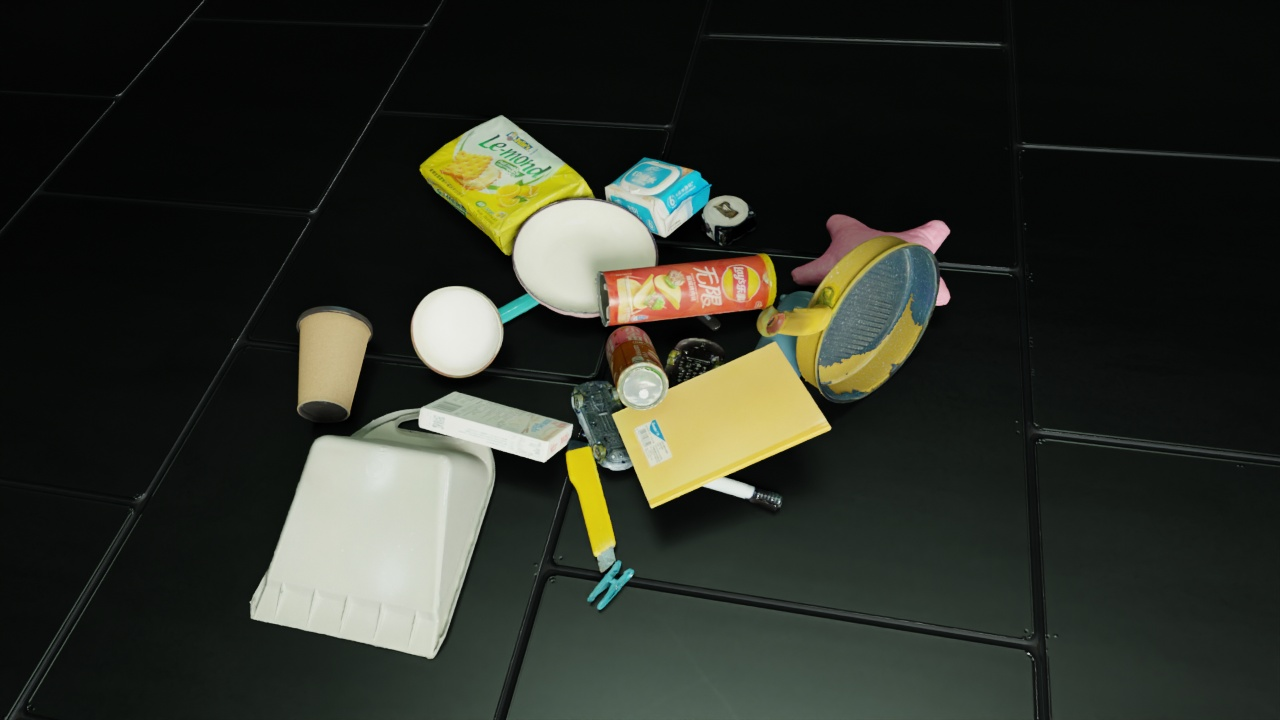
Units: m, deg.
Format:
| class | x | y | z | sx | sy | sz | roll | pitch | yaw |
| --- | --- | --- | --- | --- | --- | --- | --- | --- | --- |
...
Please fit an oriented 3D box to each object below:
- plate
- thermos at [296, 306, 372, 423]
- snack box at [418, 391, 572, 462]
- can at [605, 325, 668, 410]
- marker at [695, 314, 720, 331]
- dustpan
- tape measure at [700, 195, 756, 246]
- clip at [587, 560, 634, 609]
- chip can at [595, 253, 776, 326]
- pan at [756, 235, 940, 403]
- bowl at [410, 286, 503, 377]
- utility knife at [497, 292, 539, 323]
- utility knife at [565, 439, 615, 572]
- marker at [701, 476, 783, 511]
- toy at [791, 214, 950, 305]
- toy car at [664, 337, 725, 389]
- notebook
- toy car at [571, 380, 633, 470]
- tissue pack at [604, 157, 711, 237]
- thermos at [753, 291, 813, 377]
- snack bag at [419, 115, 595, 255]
| class | x | y | z | sx | sy | sz | roll | pitch | yaw |
| --- | --- | --- | --- | --- | --- | --- | --- | --- | --- |
| plate | -0.074 | -0.132 | 1.219 | 0.192 | 0.039 | 0.192 | 2 | 59 | -3 |
| thermos | -0.386 | 0.002 | 1.143 | 0.093 | 0.093 | 0.143 | -5 | 60 | 3 |
| snack box | -0.165 | 0.074 | 1.055 | 0.157 | 0.027 | 0.084 | 15 | 14 | 13 |
| can | -0.006 | 0.006 | 1.065 | 0.058 | 0.058 | 0.147 | -13 | 21 | -3 |
| marker | 0.060 | -0.078 | 1.190 | 0.018 | 0.015 | 0.124 | -36 | 58 | -16 |
| dustpan | -0.278 | 0.175 | 1.038 | 0.223 | 0.142 | 0.257 | 8 | 83 | 13 |
| tape measure | 0.118 | -0.195 | 1.264 | 0.065 | 0.034 | 0.066 | -34 | 56 | -21 |
| clip | -0.031 | 0.235 | 0.958 | 0.046 | 0.014 | 0.056 | 32 | 63 | 26 |
| chip can | 0.056 | -0.087 | 1.142 | 0.216 | 0.073 | 0.073 | -8 | 51 | -10 |
| pan | 0.211 | -0.042 | 0.959 | 0.356 | 0.198 | 0.078 | 5 | 25 | -46 |
| bowl | -0.226 | -0.039 | 1.153 | 0.113 | 0.113 | 0.062 | -6 | 10 | 2 |
| utility knife | -0.170 | -0.067 | 1.212 | 0.160 | 0.013 | 0.029 | -30 | 52 | -15 |
| utility knife | -0.055 | 0.158 | 1.018 | 0.033 | 0.015 | 0.173 | -14 | 51 | -5 |
| marker | 0.093 | 0.139 | 1.014 | 0.131 | 0.018 | 0.022 | 14 | 36 | 17 |
| toy | 0.288 | -0.108 | 1.152 | 0.195 | 0.075 | 0.178 | 5 | 63 | 16 |
| toy car | 0.053 | 0.040 | 1.081 | 0.070 | 0.042 | 0.157 | 16 | 59 | 18 |
| notebook | 0.083 | 0.066 | 1.000 | 0.206 | 0.010 | 0.145 | -24 | 44 | -1 |
| toy car | -0.041 | 0.075 | 1.067 | 0.054 | 0.037 | 0.120 | -10 | 55 | -25 |
| tissue pack | 0.022 | -0.229 | 1.266 | 0.089 | 0.063 | 0.140 | -41 | 42 | -19 |
| thermos | 0.160 | 0.008 | 1.079 | 0.070 | 0.070 | 0.219 | 19 | 57 | 20 |
| snack bag | -0.198 | -0.253 | 1.326 | 0.157 | 0.068 | 0.246 | -36 | 56 | -19 |
